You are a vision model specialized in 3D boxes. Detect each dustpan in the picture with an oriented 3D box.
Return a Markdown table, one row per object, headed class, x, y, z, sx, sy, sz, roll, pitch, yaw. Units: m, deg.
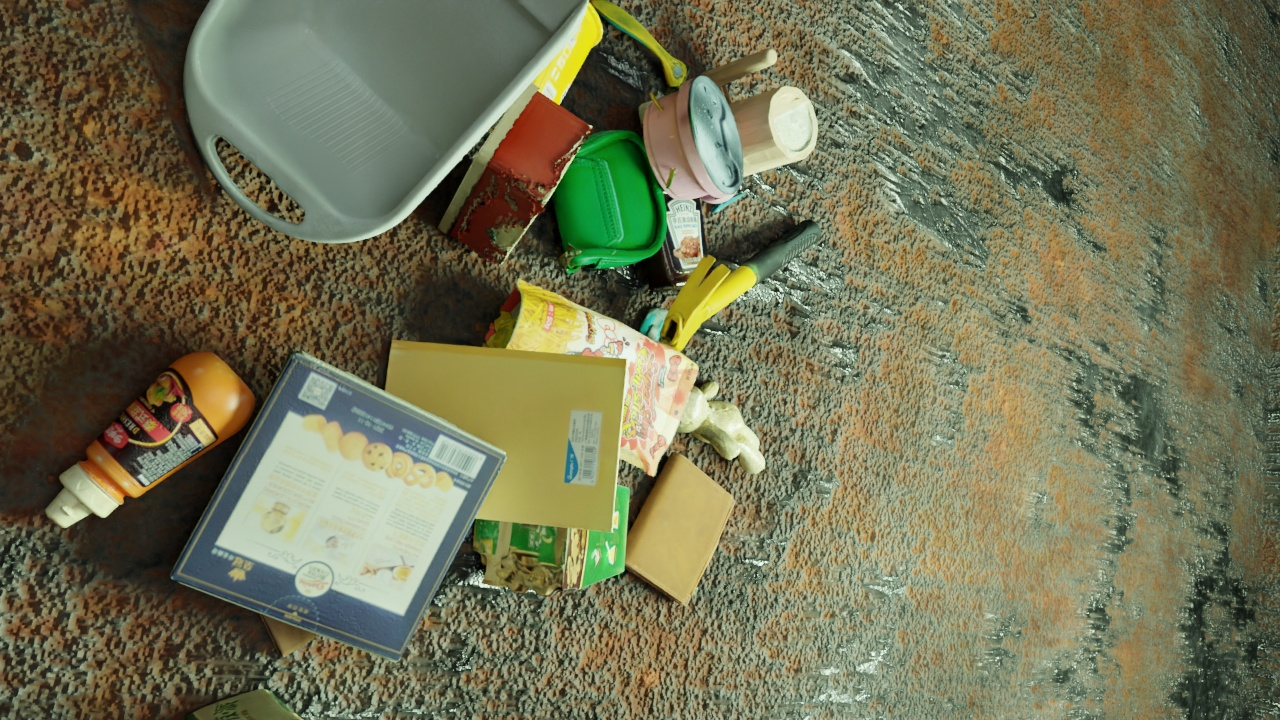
| class | x | y | z | sx | sy | sz | roll | pitch | yaw |
| --- | --- | --- | --- | --- | --- | --- | --- | --- | --- |
| dustpan | -0.209 | -0.216 | 0.659 | 0.222 | 0.259 | 0.142 | 42 | 45 | -5 |

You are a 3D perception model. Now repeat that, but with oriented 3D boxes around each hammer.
| class | x | y | z | sx | sy | sz | roll | pitch | yaw |
| --- | --- | --- | --- | --- | --- | --- | --- | --- | --- |
| hammer | 0.117 | -0.093 | 1.007 | 0.033 | 0.129 | 0.299 | 37 | 44 | 17 |

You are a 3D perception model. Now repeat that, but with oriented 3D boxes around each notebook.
| class | x | y | z | sx | sy | sz | roll | pitch | yaw |
| --- | --- | --- | --- | --- | --- | --- | --- | --- | --- |
| notebook | -0.118 | 0.061 | 0.765 | 0.206 | 0.010 | 0.145 | 4 | 83 | 7 |

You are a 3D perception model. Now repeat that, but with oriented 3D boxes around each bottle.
| class | x | y | z | sx | sy | sz | roll | pitch | yaw |
| --- | --- | --- | --- | --- | --- | --- | --- | --- | --- |
| bottle | -0.347 | 0.059 | 0.645 | 0.149 | 0.067 | 0.067 | -45 | 115 | -23 |
| bottle | 0.029 | -0.171 | 0.961 | 0.079 | 0.044 | 0.195 | -11 | 94 | -47 |

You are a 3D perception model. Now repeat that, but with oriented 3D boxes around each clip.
| class | x | y | z | sx | sy | sz | roll | pitch | yaw |
| --- | --- | --- | --- | --- | --- | --- | --- | --- | --- |
| clip | 0.096 | -0.186 | 1.034 | 0.056 | 0.014 | 0.047 | -31 | 105 | -36 |

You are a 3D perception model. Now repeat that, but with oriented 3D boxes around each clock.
| class | x | y | z | sx | sy | sz | roll | pitch | yaw |
| --- | --- | --- | --- | --- | --- | --- | --- | --- | --- |
| clock | 0.060 | -0.215 | 0.919 | 0.158 | 0.060 | 0.117 | -10 | 89 | -60 |

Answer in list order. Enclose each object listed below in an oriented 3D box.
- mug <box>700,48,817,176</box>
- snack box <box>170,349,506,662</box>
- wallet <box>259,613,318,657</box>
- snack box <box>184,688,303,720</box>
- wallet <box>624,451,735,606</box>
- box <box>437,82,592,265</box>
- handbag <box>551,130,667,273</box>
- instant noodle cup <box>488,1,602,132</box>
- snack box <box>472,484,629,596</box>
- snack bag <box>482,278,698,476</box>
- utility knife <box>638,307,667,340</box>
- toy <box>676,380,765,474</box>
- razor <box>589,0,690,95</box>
| class | x | y | z | sx | sy | sz | roll | pitch | yaw |
| --- | --- | --- | --- | --- | --- | --- | --- | --- | --- |
| mug | 0.123 | -0.267 | 1.001 | 0.084 | 0.104 | 0.125 | -28 | 106 | -36 |
| snack box | -0.222 | 0.111 | 0.695 | 0.178 | 0.046 | 0.182 | 30 | 84 | -23 |
| wallet | -0.263 | 0.160 | 0.731 | 0.101 | 0.020 | 0.115 | -29 | 104 | -36 |
| snack box | -0.267 | 0.372 | 0.657 | 0.063 | 0.115 | 0.240 | -8 | 94 | -38 |
| wallet | 0.046 | 0.182 | 0.966 | 0.119 | 0.035 | 0.130 | 42 | 65 | -29 |
| box | -0.102 | -0.143 | 0.767 | 0.080 | 0.169 | 0.091 | 33 | 67 | -12 |
| handbag | -0.041 | -0.153 | 0.888 | 0.120 | 0.068 | 0.131 | -21 | 101 | -37 |
| instant noodle cup | -0.115 | -0.265 | 0.799 | 0.138 | 0.138 | 0.109 | 27 | 81 | -35 |
| snack box | -0.073 | 0.147 | 0.833 | 0.105 | 0.118 | 0.117 | 11 | 81 | -51 |
| snack bag | -0.045 | 0.015 | 0.857 | 0.207 | 0.073 | 0.128 | 27 | 74 | -26 |
| utility knife | -0.006 | 0.006 | 0.945 | 0.029 | 0.013 | 0.151 | 40 | 65 | -34 |
| toy | 0.081 | 0.074 | 0.988 | 0.157 | 0.066 | 0.105 | 36 | 34 | -36 |
| razor | 0.000 | -0.332 | 0.957 | 0.132 | 0.028 | 0.043 | 35 | 71 | -30 |
